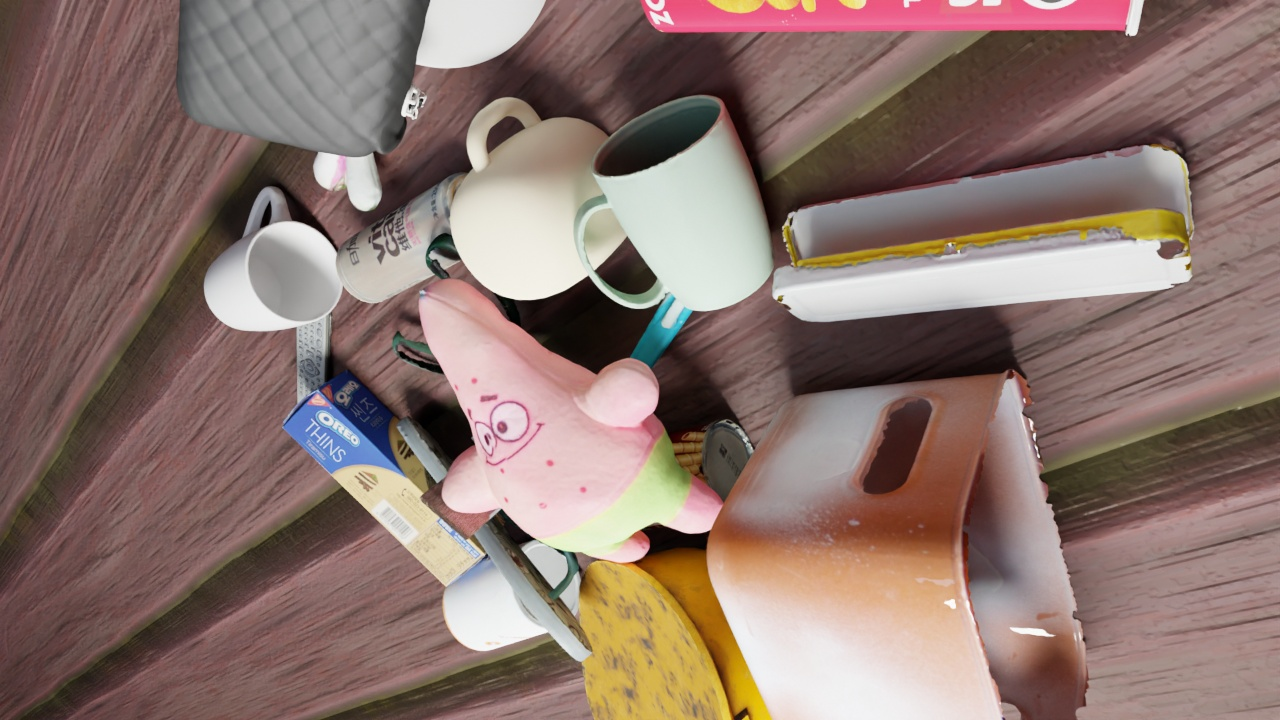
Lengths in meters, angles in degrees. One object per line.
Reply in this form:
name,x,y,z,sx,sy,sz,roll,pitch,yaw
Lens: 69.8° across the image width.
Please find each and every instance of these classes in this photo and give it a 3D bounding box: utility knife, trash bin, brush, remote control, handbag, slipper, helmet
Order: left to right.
remote control,-0.294,0.001,0.825,0.033,0.013,0.137,26,132,11
handbag,-0.166,-0.197,0.485,0.125,0.114,0.154,18,130,-13
slipper,-0.107,0.131,0.745,0.269,0.054,0.098,43,168,33
brush,-0.097,0.077,0.680,0.045,0.142,0.008,39,133,11
utility knife,-0.004,0.004,0.659,0.022,0.015,0.177,37,131,2
helmet,0.054,0.236,0.716,0.205,0.131,0.256,51,147,32
trash bin,0.164,0.152,0.563,0.158,0.181,0.260,-5,121,34

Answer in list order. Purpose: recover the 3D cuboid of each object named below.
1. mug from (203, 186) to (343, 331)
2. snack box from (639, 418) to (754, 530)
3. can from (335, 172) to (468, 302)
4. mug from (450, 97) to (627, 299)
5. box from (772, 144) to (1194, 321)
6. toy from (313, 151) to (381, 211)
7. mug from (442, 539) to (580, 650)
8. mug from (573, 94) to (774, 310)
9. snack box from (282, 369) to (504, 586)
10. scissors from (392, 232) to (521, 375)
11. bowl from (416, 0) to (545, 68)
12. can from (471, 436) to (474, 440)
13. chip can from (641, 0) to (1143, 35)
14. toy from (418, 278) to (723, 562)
mug,-0.300,-0.080,0.738,0.088,0.080,0.114,-9,87,41
snack box,0.017,0.088,0.671,0.122,0.072,0.072,-16,113,37
can,-0.159,-0.086,0.658,0.136,0.054,0.054,-18,112,38
mug,-0.069,-0.099,0.565,0.096,0.099,0.120,-11,117,35
box,0.175,-0.057,0.493,0.211,0.069,0.067,-6,139,33
toy,-0.209,-0.166,0.640,0.079,0.037,0.123,28,134,26
mug,-0.117,0.213,0.832,0.106,0.082,0.082,-28,106,39
mug,0.017,-0.079,0.531,0.111,0.084,0.104,-30,122,-1
snack box,-0.217,0.103,0.818,0.057,0.056,0.207,-41,98,21
scissors,-0.131,-0.025,0.675,0.202,0.015,0.204,9,147,26
bowl,-0.138,-0.248,0.519,0.177,0.066,0.177,15,129,20
can,-0.071,0.094,0.737,0.137,0.053,0.054,43,133,-4
chip can,0.110,-0.186,0.420,0.221,0.069,0.069,9,127,25
toy,-0.059,0.043,0.592,0.193,0.096,0.236,-34,101,33
